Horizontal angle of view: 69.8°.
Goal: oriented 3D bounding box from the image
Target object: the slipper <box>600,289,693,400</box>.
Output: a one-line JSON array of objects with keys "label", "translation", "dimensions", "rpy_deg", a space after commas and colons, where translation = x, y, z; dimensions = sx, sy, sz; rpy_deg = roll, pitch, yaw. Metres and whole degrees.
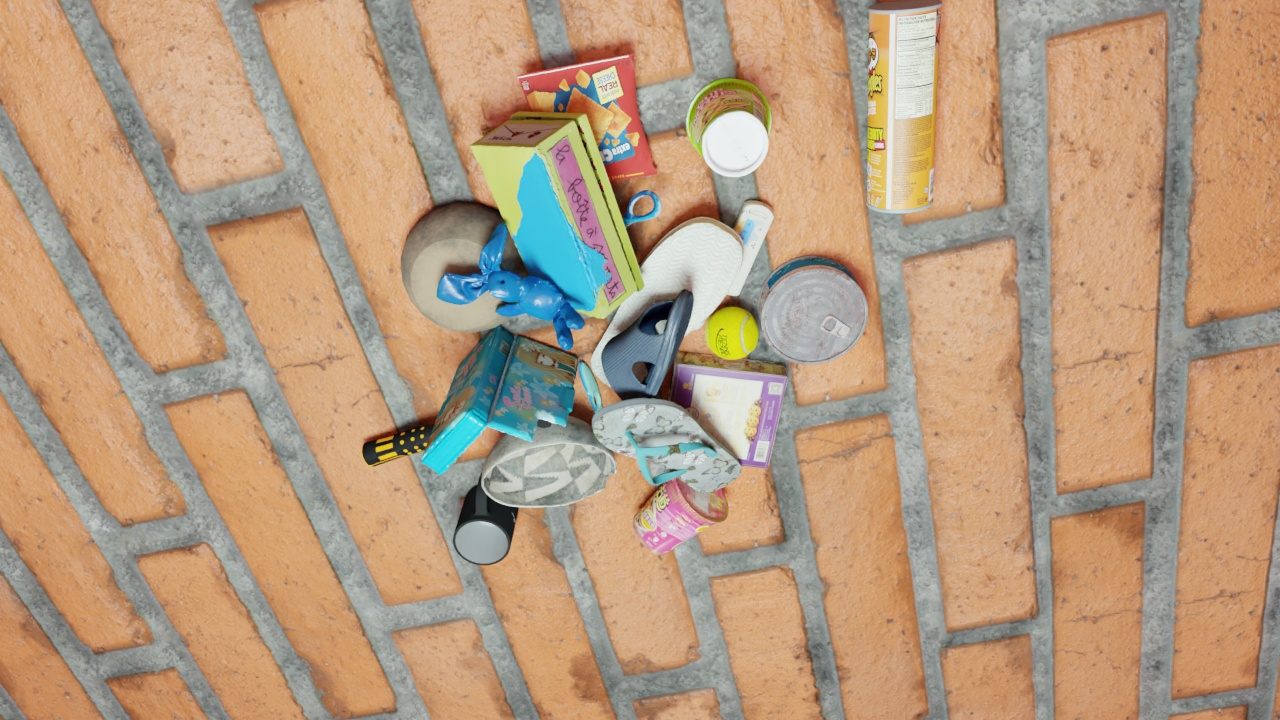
[{"label": "slipper", "translation": [-0.007, 0.006, 1.109], "dimensions": [0.082, 0.101, 0.264], "rpy_deg": [26, 133, 5]}]

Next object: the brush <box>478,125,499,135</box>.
[{"label": "brush", "translation": [-0.146, -0.214, 1.080], "dimensions": [0.048, 0.017, 0.126], "rpy_deg": [-13, 116, 8]}]

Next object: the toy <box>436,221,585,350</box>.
[{"label": "toy", "translation": [-0.135, -0.080, 1.037], "dimensions": [0.176, 0.070, 0.113], "rpy_deg": [30, 117, 8]}]

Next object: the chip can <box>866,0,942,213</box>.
[{"label": "chip can", "translation": [0.287, -0.276, 1.006], "dimensions": [0.075, 0.075, 0.215], "rpy_deg": [-5, 117, 4]}]

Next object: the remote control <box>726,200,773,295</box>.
[{"label": "remote control", "translation": [0.123, -0.135, 1.116], "dimensions": [0.038, 0.018, 0.126], "rpy_deg": [18, 118, -8]}]

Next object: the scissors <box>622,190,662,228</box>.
[{"label": "scissors", "translation": [-0.020, -0.151, 1.081], "dimensions": [0.140, 0.011, 0.134], "rpy_deg": [-29, 85, 39]}]

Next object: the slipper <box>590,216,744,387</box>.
[{"label": "slipper", "translation": [0.029, -0.066, 1.135], "dimensions": [0.114, 0.053, 0.273], "rpy_deg": [31, 122, -12]}]

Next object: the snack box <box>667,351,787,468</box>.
[{"label": "snack box", "translation": [0.108, 0.067, 1.208], "dimensions": [0.148, 0.040, 0.144], "rpy_deg": [7, 117, -2]}]

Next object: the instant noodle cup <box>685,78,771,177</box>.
[{"label": "instant noodle cup", "translation": [0.100, -0.250, 1.006], "dimensions": [0.099, 0.107, 0.099], "rpy_deg": [1, 117, 2]}]

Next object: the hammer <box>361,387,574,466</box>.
[{"label": "hammer", "translation": [-0.231, 0.084, 1.202], "dimensions": [0.321, 0.123, 0.036], "rpy_deg": [-17, 112, 21]}]

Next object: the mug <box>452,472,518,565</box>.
[{"label": "mug", "translation": [-0.212, 0.210, 1.263], "dimensions": [0.078, 0.087, 0.114], "rpy_deg": [2, 117, 0]}]

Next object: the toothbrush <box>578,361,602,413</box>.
[{"label": "toothbrush", "translation": [-0.059, 0.060, 1.221], "dimensions": [0.017, 0.022, 0.135], "rpy_deg": [6, 124, 35]}]

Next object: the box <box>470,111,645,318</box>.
[{"label": "box", "translation": [-0.089, -0.161, 1.032], "dimensions": [0.124, 0.082, 0.221], "rpy_deg": [13, 137, 44]}]

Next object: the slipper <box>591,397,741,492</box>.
[{"label": "slipper", "translation": [0.049, 0.116, 1.127], "dimensions": [0.098, 0.054, 0.268], "rpy_deg": [-38, 139, 20]}]

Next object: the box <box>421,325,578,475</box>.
[{"label": "box", "translation": [-0.167, 0.035, 1.093], "dimensions": [0.169, 0.226, 0.086], "rpy_deg": [-12, 117, 7]}]

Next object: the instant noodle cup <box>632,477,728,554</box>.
[{"label": "instant noodle cup", "translation": [0.050, 0.210, 1.260], "dimensions": [0.097, 0.097, 0.109], "rpy_deg": [36, 120, -16]}]

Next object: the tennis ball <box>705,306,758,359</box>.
[{"label": "tennis ball", "translation": [0.114, -0.034, 1.142], "dimensions": [0.065, 0.065, 0.065], "rpy_deg": [1, 117, 1]}]

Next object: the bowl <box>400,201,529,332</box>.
[{"label": "bowl", "translation": [-0.212, -0.105, 1.109], "dimensions": [0.162, 0.070, 0.162], "rpy_deg": [1, 118, 1]}]

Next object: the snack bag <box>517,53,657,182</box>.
[{"label": "snack bag", "translation": [-0.058, -0.266, 1.038], "dimensions": [0.131, 0.039, 0.144], "rpy_deg": [-8, 128, 7]}]

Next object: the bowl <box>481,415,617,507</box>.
[{"label": "bowl", "translation": [-0.124, 0.122, 1.210], "dimensions": [0.178, 0.081, 0.179], "rpy_deg": [-10, 146, -7]}]

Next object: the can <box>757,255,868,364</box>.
[{"label": "can", "translation": [0.212, -0.062, 1.137], "dimensions": [0.130, 0.044, 0.130], "rpy_deg": [1, 118, 1]}]
